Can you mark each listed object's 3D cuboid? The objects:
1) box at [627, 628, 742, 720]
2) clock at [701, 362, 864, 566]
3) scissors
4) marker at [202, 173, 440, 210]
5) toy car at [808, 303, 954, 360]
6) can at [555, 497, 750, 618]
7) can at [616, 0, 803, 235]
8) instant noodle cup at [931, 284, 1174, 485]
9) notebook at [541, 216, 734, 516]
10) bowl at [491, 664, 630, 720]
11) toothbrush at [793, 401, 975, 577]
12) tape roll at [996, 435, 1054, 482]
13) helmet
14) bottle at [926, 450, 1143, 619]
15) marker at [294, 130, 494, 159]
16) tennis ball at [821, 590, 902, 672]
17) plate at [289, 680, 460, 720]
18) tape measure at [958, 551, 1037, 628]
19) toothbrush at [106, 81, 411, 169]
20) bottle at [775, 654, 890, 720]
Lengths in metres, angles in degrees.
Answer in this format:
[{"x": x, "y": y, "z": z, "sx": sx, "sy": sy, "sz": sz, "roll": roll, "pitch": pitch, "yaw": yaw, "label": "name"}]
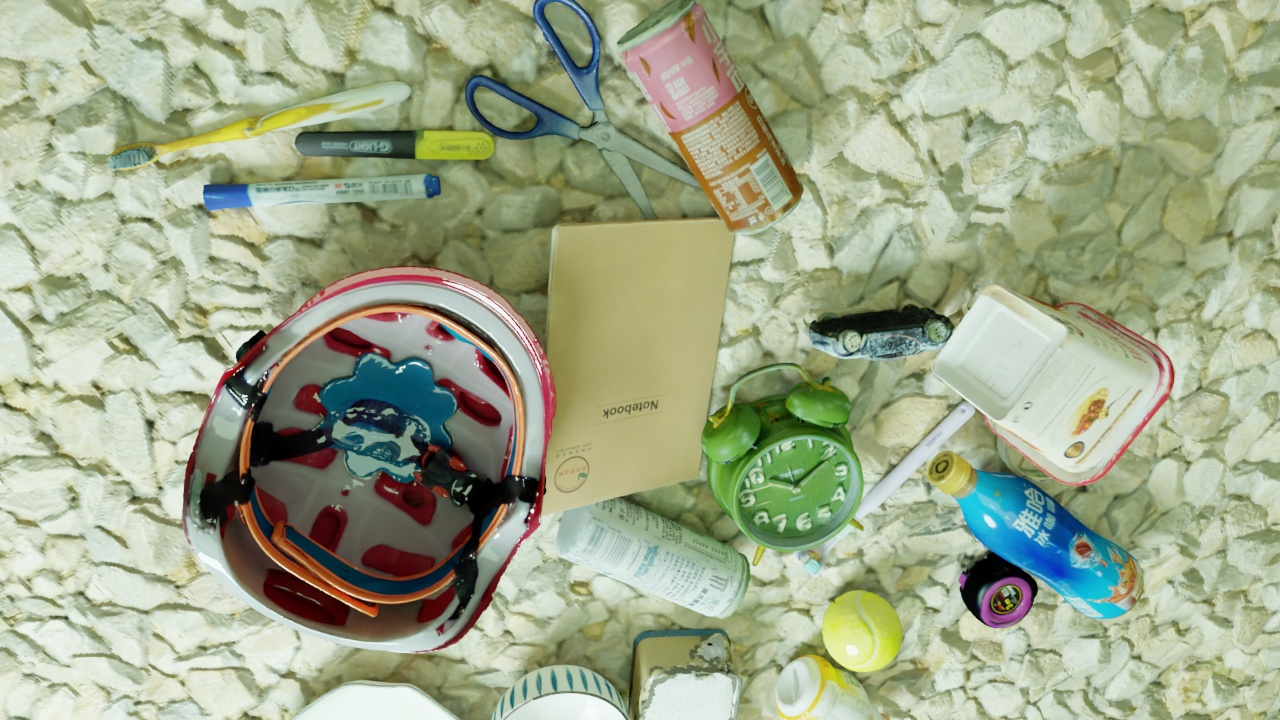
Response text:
[{"x": 0.033, "y": 0.319, "z": 0.784, "sx": 0.089, "sy": 0.061, "sz": 0.184, "roll": 3, "pitch": 114, "yaw": -9, "label": "box"}, {"x": 0.108, "y": 0.074, "z": 0.693, "sx": 0.116, "sy": 0.056, "sz": 0.161, "roll": -19, "pitch": 114, "yaw": -2, "label": "clock"}, {"x": -0.031, "y": -0.160, "z": 0.597, "sx": 0.163, "sy": 0.012, "sz": 0.161, "roll": 2, "pitch": 113, "yaw": -11, "label": "scissors"}, {"x": -0.203, "y": -0.109, "z": 0.589, "sx": 0.145, "sy": 0.017, "sz": 0.017, "roll": -5, "pitch": 113, "yaw": -7, "label": "marker"}, {"x": 0.174, "y": -0.018, "z": 0.668, "sx": 0.105, "sy": 0.049, "sz": 0.031, "roll": -5, "pitch": 109, "yaw": -6, "label": "toy car"}, {"x": 0.010, "y": 0.149, "z": 0.708, "sx": 0.146, "sy": 0.058, "sz": 0.058, "roll": 26, "pitch": 106, "yaw": -18, "label": "can"}, {"x": 0.047, "y": -0.153, "z": 0.586, "sx": 0.058, "sy": 0.058, "sz": 0.147, "roll": -33, "pitch": 114, "yaw": 5, "label": "can"}, {"x": 0.284, "y": 0.011, "z": 0.649, "sx": 0.124, "sy": 0.116, "sz": 0.117, "roll": 20, "pitch": 109, "yaw": -34, "label": "instant noodle cup"}, {"x": -0.004, "y": 0.004, "z": 0.639, "sx": 0.147, "sy": 0.008, "sz": 0.208, "roll": -8, "pitch": 116, "yaw": -34, "label": "notebook"}, {"x": -0.067, "y": 0.296, "z": 0.754, "sx": 0.116, "sy": 0.066, "sz": 0.116, "roll": -3, "pitch": 112, "yaw": -8, "label": "bowl"}, {"x": 0.198, "y": 0.101, "z": 0.739, "sx": 0.189, "sy": 0.029, "sz": 0.021, "roll": -47, "pitch": 152, "yaw": 10, "label": "toothbrush"}, {"x": 0.332, "y": 0.059, "z": 0.745, "sx": 0.085, "sy": 0.014, "sz": 0.086, "roll": -3, "pitch": 113, "yaw": -8, "label": "tape roll"}, {"x": -0.166, "y": 0.050, "z": 0.597, "sx": 0.207, "sy": 0.144, "sz": 0.240, "roll": 27, "pitch": 92, "yaw": -19, "label": "helmet"}, {"x": 0.319, "y": 0.138, "z": 0.749, "sx": 0.218, "sy": 0.065, "sz": 0.065, "roll": 34, "pitch": 104, "yaw": -19, "label": "bottle"}, {"x": -0.156, "y": -0.137, "z": 0.584, "sx": 0.124, "sy": 0.015, "sz": 0.018, "roll": -1, "pitch": 115, "yaw": -7, "label": "marker"}, {"x": 0.184, "y": 0.225, "z": 0.763, "sx": 0.065, "sy": 0.065, "sz": 0.065, "roll": -3, "pitch": 113, "yaw": -8, "label": "tennis ball"}, {"x": -0.188, "y": 0.361, "z": 0.780, "sx": 0.162, "sy": 0.034, "sz": 0.266, "roll": -39, "pitch": 113, "yaw": 8, "label": "plate"}, {"x": 0.304, "y": 0.197, "z": 0.785, "sx": 0.057, "sy": 0.039, "sz": 0.058, "roll": 31, "pitch": 100, "yaw": -19, "label": "tape measure"}, {"x": -0.235, "y": -0.145, "z": 0.567, "sx": 0.191, "sy": 0.018, "sz": 0.016, "roll": -14, "pitch": 116, "yaw": -3, "label": "toothbrush"}, {"x": 0.170, "y": 0.302, "z": 0.795, "sx": 0.108, "sy": 0.063, "sz": 0.063, "roll": 35, "pitch": 103, "yaw": -20, "label": "bottle"}]
